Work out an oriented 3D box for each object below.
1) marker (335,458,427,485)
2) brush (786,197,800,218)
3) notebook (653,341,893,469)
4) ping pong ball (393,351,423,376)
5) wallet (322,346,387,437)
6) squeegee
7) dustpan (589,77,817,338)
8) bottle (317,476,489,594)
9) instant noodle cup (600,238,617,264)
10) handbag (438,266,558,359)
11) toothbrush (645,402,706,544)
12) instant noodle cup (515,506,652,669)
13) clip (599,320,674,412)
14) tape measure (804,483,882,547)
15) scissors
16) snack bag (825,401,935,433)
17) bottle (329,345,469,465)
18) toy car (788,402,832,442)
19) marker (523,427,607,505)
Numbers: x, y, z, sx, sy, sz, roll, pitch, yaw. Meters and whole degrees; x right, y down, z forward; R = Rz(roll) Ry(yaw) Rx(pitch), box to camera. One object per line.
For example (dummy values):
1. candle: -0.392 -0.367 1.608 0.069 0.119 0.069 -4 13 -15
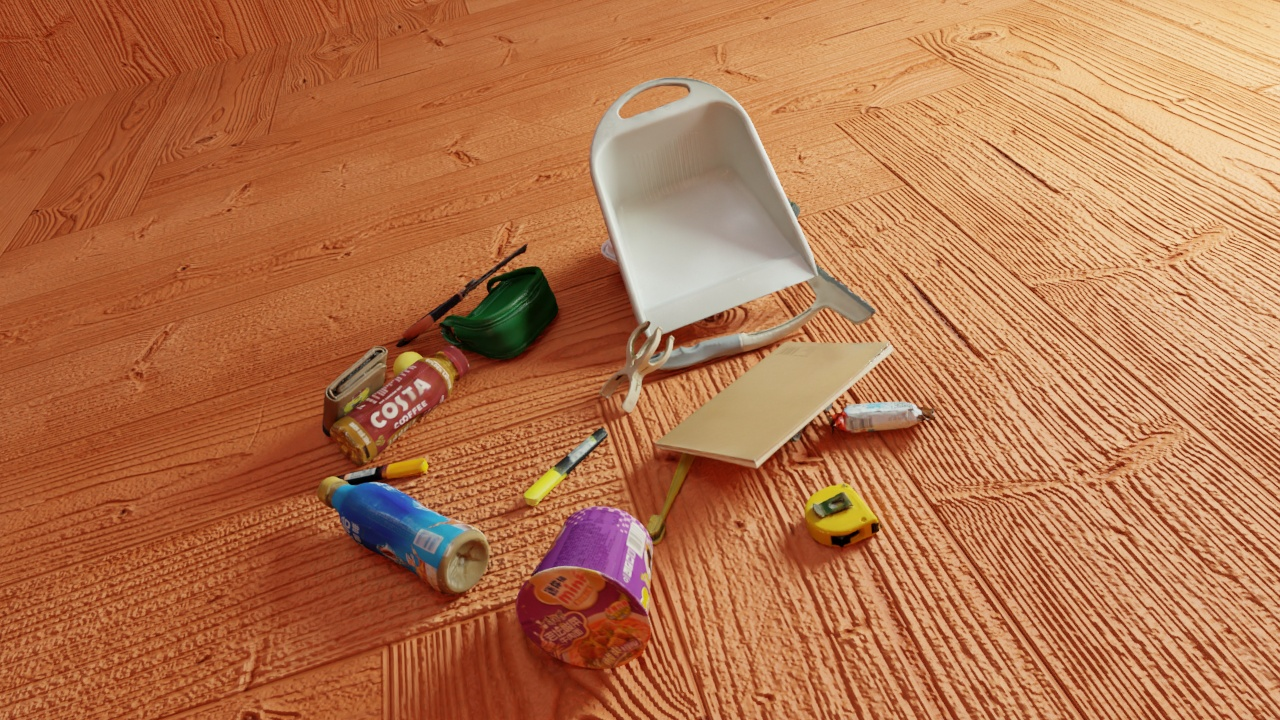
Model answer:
1. marker: -0.292 0.126 1.006 0.124 0.015 0.018 -11 35 9
2. brush: 0.150 -0.195 1.242 0.146 0.063 0.069 28 84 40
3. notebook: 0.132 0.036 0.921 0.211 0.012 0.150 -35 22 -29
4. ping pong ball: -0.284 0.009 1.132 0.040 0.040 0.040 -9 37 7
5. wallet: -0.328 0.037 1.056 0.033 0.115 0.090 42 59 4
6. squeegee: 0.119 -0.028 1.045 0.246 0.039 0.246 -21 18 2
7. dustpan: 0.056 -0.197 1.081 0.222 0.143 0.257 -21 57 -3
8. bottle: -0.243 0.162 0.900 0.219 0.065 0.065 16 46 36
9. instant noodle cup: 0.049 -0.162 1.191 0.173 0.060 0.137 24 49 22
10. handbag: -0.178 -0.063 1.166 0.120 0.068 0.131 4 41 32
11. toothbrush: 0.041 0.106 0.914 0.016 0.017 0.189 4 40 22
12. instant noodle cup: -0.039 0.184 0.773 0.112 0.112 0.099 -4 28 13
13. clip: -0.003 0.007 1.018 0.076 0.035 0.100 32 86 42
14. tape measure: 0.175 0.137 0.819 0.057 0.029 0.060 -21 37 -8
15. scissors: -0.228 -0.082 1.163 0.176 0.015 0.211 -46 14 -35
16. snack bag: 0.236 0.055 0.904 0.105 0.026 0.045 -6 8 13
17. bottle: -0.274 0.047 1.065 0.057 0.057 0.174 19 48 37
18. toy car: 0.155 0.050 0.929 0.090 0.034 0.043 -36 25 -28
19. marker: -0.076 0.109 0.955 0.018 0.015 0.123 19 45 35
